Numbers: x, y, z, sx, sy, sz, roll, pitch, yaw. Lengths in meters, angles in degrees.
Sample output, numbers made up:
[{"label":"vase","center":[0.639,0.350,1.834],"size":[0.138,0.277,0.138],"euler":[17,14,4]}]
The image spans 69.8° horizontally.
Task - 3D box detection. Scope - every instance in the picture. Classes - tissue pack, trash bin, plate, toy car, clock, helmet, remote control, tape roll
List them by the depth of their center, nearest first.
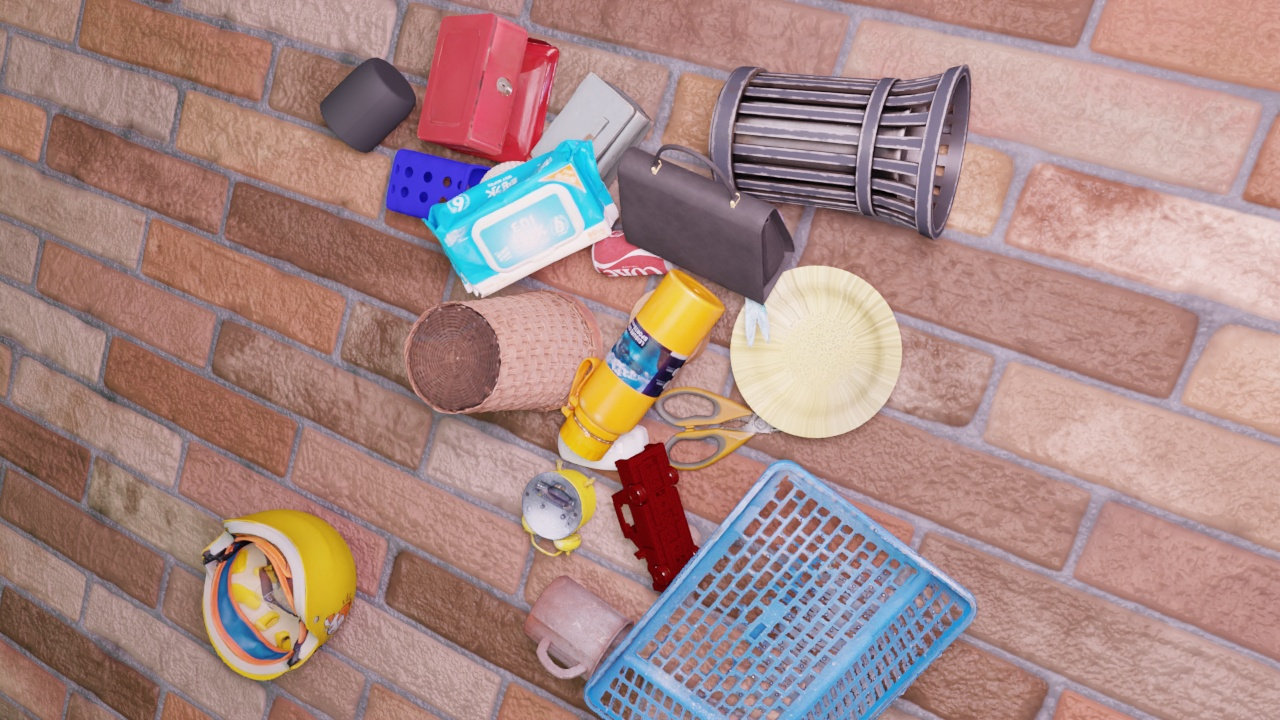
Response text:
[{"label":"trash bin","center":[0.198,-0.220,0.929],"size":[0.228,0.164,0.164],"euler":[12,98,25]},{"label":"plate","center":[0.193,-0.009,1.005],"size":[0.185,0.036,0.184],"euler":[1,92,23]},{"label":"tissue pack","center":[-0.129,-0.162,1.047],"size":[0.209,0.117,0.066],"euler":[-26,39,3]},{"label":"trash bin","center":[-0.152,-0.009,1.055],"size":[0.151,0.209,0.151],"euler":[1,94,21]},{"label":"toy car","center":[0.015,0.184,1.065],"size":[0.062,0.070,0.170],"euler":[-4,107,52]},{"label":"tape roll","center":[0.035,-0.039,1.074],"size":[0.094,0.027,0.094],"euler":[1,94,22]},{"label":"remote control","center":[-0.046,0.102,1.115],"size":[0.114,0.028,0.060],"euler":[1,94,22]},{"label":"clock","center":[-0.103,0.186,1.128],"size":[0.083,0.057,0.119],"euler":[25,102,18]},{"label":"helmet","center":[-0.479,0.307,1.251],"size":[0.209,0.139,0.241],"euler":[43,120,14]}]

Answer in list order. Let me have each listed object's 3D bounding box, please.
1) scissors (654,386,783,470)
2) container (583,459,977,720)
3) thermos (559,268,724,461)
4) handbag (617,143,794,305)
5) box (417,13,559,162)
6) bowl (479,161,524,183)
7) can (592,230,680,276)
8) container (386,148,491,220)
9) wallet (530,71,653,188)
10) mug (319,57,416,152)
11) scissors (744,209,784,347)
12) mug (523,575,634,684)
[{"label":"scissors","center":[0.124,0.083,1.052],"size":[0.229,0.016,0.114],"euler":[0,94,21]},{"label":"container","center":[0.141,0.295,0.990],"size":[0.257,0.089,0.363],"euler":[37,107,-2]},{"label":"thermos","center":[-0.006,0.006,1.041],"size":[0.233,0.076,0.091],"euler":[-53,37,17]},{"label":"handbag","center":[0.058,-0.159,0.926],"size":[0.176,0.196,0.072],"euler":[27,77,19]},{"label":"box","center":[-0.196,-0.326,1.103],"size":[0.137,0.126,0.157],"euler":[16,99,26]},{"label":"bowl","center":[-0.149,-0.188,1.102],"size":[0.115,0.115,0.062],"euler":[-44,34,18]},{"label":"can","center":[-0.004,-0.126,1.071],"size":[0.097,0.054,0.054],"euler":[-1,93,22]},{"label":"container","center":[-0.245,-0.211,1.149],"size":[0.114,0.085,0.084],"euler":[17,99,22]},{"label":"wallet","center":[-0.059,-0.264,1.090],"size":[0.100,0.054,0.132],"euler":[42,102,14]},{"label":"mug","center":[-0.353,-0.345,1.194],"size":[0.095,0.085,0.121],"euler":[-35,51,20]},{"label":"scissors","center":[0.110,-0.089,1.015],"size":[0.101,0.016,0.178],"euler":[-5,70,25]},{"label":"mug","center":[-0.083,0.329,1.095],"size":[0.110,0.122,0.096],"euler":[26,116,22]}]
